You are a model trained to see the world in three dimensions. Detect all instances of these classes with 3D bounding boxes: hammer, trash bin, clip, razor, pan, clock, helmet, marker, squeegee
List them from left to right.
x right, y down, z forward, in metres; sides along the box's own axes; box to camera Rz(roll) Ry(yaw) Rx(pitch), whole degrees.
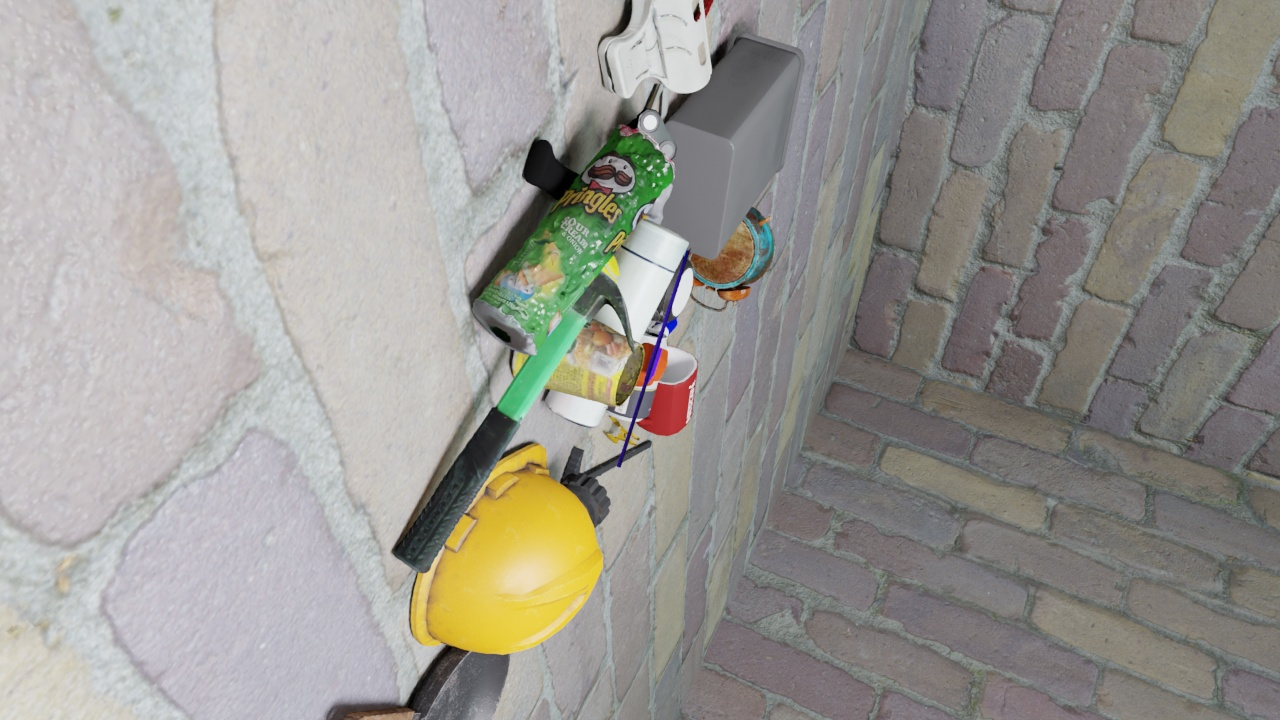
[{"bbox_3d":[-0.226,0.365,0.941,0.207,0.040,0.357,-66,161,-14],"label":"pan"},{"bbox_3d":[-0.120,0.049,0.838,0.318,0.130,0.032,-57,167,-10],"label":"hammer"},{"bbox_3d":[-0.113,0.213,0.962,0.254,0.131,0.206,-44,149,-53],"label":"helmet"},{"bbox_3d":[-0.041,-0.160,0.948,0.127,0.029,0.323,-71,161,4],"label":"hammer"},{"bbox_3d":[-0.039,0.140,1.294,0.324,0.015,0.095,-16,123,-70],"label":"hammer"},{"bbox_3d":[-0.027,0.102,1.247,0.046,0.048,0.054,-27,158,0],"label":"clip"},{"bbox_3d":[-0.006,0.006,1.061,0.185,0.055,0.249,-10,-120,66],"label":"squeegee"},{"bbox_3d":[0.009,-0.230,0.986,0.057,0.060,0.156,-61,-177,7],"label":"razor"},{"bbox_3d":[0.015,-0.025,1.258,0.132,0.023,0.027,-48,171,-50],"label":"marker"},{"bbox_3d":[0.026,-0.315,0.889,0.127,0.110,0.150,75,30,-49],"label":"clip"},{"bbox_3d":[0.039,-0.091,1.227,0.123,0.044,0.091,-72,162,4],"label":"clock"},{"bbox_3d":[0.119,-0.146,1.290,0.073,0.121,0.158,-27,140,-60],"label":"clock"},{"bbox_3d":[0.111,-0.269,1.155,0.219,0.098,0.192,-55,161,-37],"label":"trash bin"}]

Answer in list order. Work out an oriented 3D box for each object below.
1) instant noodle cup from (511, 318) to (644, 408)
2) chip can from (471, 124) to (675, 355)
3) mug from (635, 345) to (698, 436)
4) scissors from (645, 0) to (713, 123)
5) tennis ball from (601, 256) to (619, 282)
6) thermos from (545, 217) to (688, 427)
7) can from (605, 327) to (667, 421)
[{"bbox_3d":[-0.059,-0.003,0.923,0.102,0.108,0.102,21,89,-74],"label":"instant noodle cup"},{"bbox_3d":[-0.059,-0.108,0.822,0.222,0.075,0.075,-54,158,-18],"label":"chip can"},{"bbox_3d":[0.026,0.051,1.287,0.116,0.080,0.097,-44,149,-42],"label":"mug"},{"bbox_3d":[0.038,-0.352,0.997,0.198,0.015,0.179,-63,162,-18],"label":"scissors"},{"bbox_3d":[-0.055,-0.088,0.917,0.065,0.065,0.065,-56,157,-38],"label":"tennis ball"},{"bbox_3d":[-0.026,-0.041,0.994,0.230,0.068,0.067,-64,163,9],"label":"thermos"},{"bbox_3d":[-0.006,0.010,1.168,0.064,0.064,0.127,-21,128,-67],"label":"can"}]
